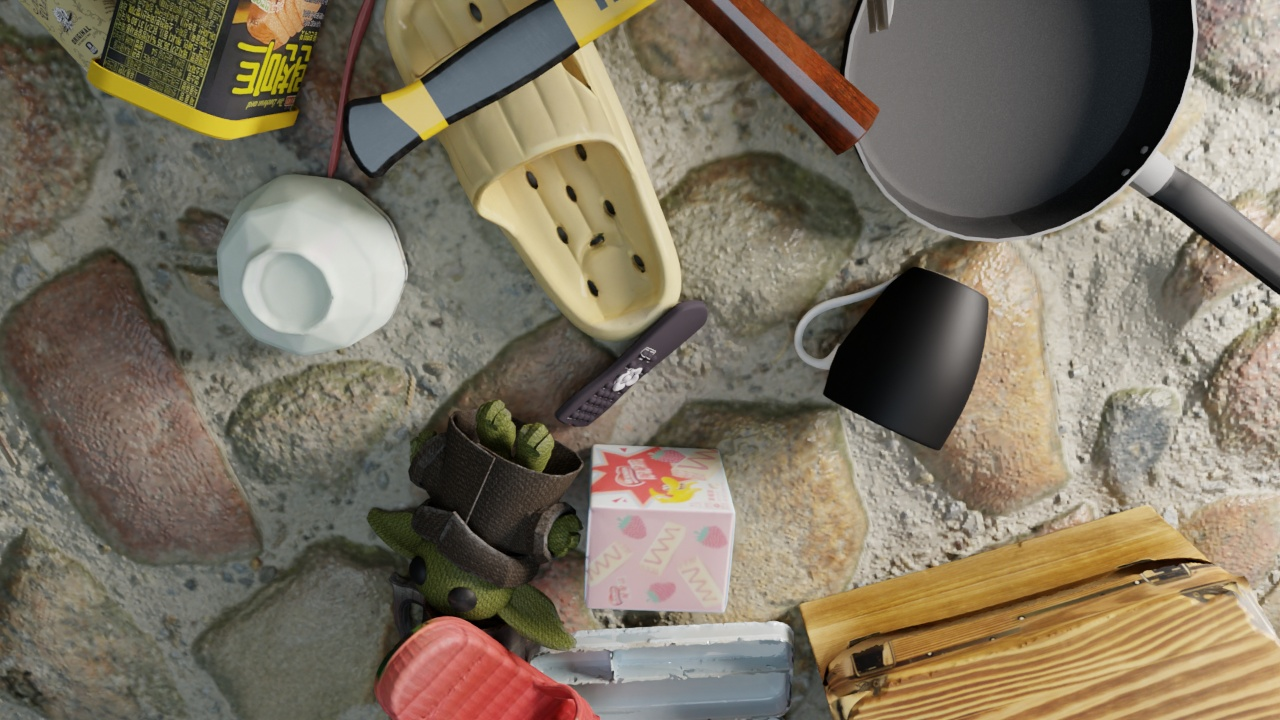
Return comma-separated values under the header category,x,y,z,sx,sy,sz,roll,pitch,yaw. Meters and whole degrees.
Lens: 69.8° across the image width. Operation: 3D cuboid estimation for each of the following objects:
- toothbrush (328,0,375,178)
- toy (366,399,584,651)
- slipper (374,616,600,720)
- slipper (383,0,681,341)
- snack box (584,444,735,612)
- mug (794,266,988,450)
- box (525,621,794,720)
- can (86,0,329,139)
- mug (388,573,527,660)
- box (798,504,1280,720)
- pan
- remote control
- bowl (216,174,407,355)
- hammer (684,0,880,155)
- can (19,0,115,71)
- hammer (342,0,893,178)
category,x,y,z,sx,sy,sz,roll,pitch,yaw
toothbrush,-0.169,-0.197,0.547,0.015,0.015,0.185,16,111,-8
toy,-0.104,0.103,0.617,0.179,0.078,0.153,27,104,19
slipper,-0.082,0.266,0.631,0.103,0.059,0.249,-43,127,-15
slipper,-0.054,-0.120,0.547,0.111,0.079,0.261,-28,110,5
snack box,0.010,0.112,0.626,0.095,0.093,0.079,2,110,-2
mug,0.163,-0.012,0.598,0.119,0.084,0.100,27,96,20
box,0.019,0.284,0.730,0.209,0.037,0.190,-4,118,1
can,-0.220,-0.184,0.490,0.072,0.130,0.101,23,106,-10
mug,-0.139,0.218,0.680,0.116,0.079,0.107,14,111,21
box,0.281,0.269,0.609,0.279,0.263,0.270,-17,108,7
pan,0.283,-0.136,0.565,0.355,0.044,0.204,31,107,-12
remote control,-0.004,0.004,0.613,0.124,0.046,0.009,-41,67,13
bowl,-0.210,-0.052,0.572,0.117,0.061,0.117,0,114,-1
hammer,0.003,-0.211,0.451,0.300,0.028,0.111,39,96,-14
can,-0.326,-0.202,0.528,0.038,0.038,0.079,-36,107,11
hammer,-0.012,-0.190,0.484,0.324,0.034,0.170,-31,106,1
